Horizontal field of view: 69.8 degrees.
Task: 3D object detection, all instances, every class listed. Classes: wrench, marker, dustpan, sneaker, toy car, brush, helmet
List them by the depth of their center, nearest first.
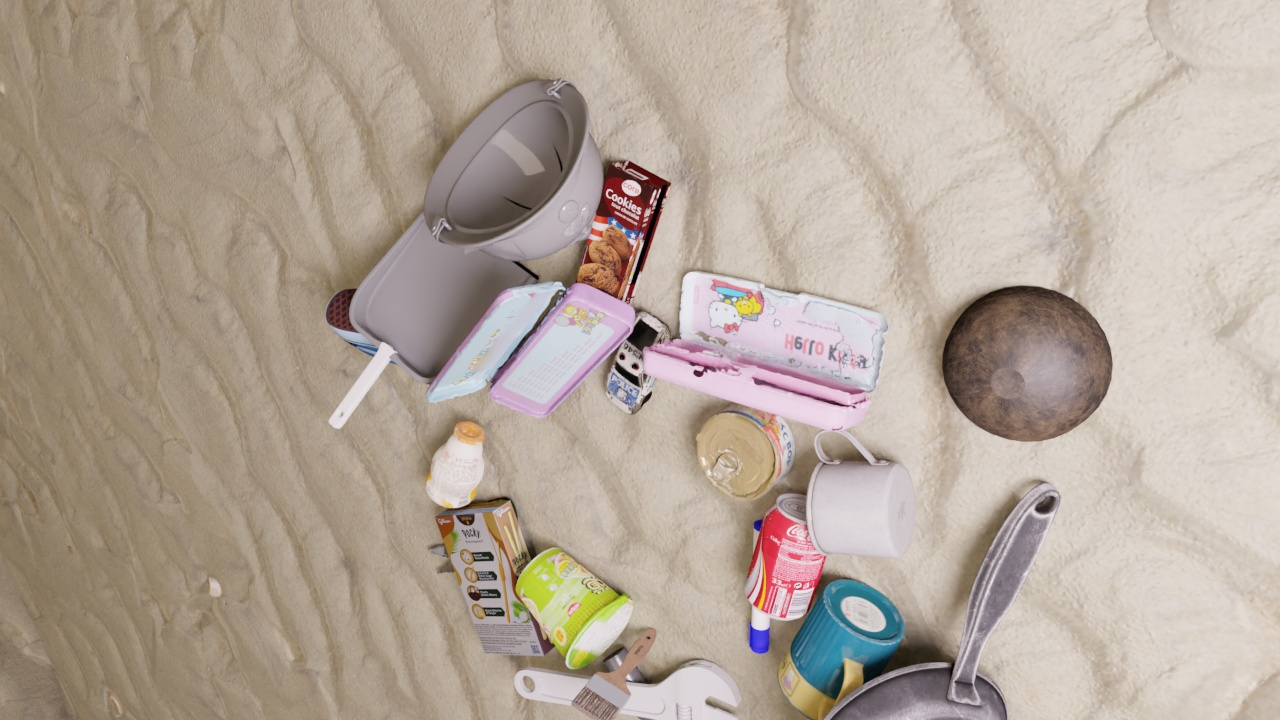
[{"bbox_3d":[-0.093,-0.153,0.854,0.183,0.117,0.271,-50,36,0],"label":"helmet"},{"bbox_3d":[-0.005,0.005,0.906,0.048,0.040,0.113,36,124,22],"label":"toy car"},{"bbox_3d":[0.119,0.224,0.908,0.020,0.020,0.142,11,112,32],"label":"marker"},{"bbox_3d":[-0.018,0.325,0.962,0.045,0.142,0.008,26,121,16],"label":"brush"},{"bbox_3d":[-0.248,-0.032,0.988,0.163,0.033,0.257,37,91,20],"label":"dustpan"},{"bbox_3d":[-0.022,0.365,1.021,0.274,0.018,0.087,1,98,24],"label":"wrench"},{"bbox_3d":[-0.239,-0.025,1.061,0.241,0.098,0.083,13,71,18],"label":"sneaker"}]

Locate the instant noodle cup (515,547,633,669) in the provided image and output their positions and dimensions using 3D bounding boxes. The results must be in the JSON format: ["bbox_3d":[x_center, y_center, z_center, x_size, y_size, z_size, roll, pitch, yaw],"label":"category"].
[{"bbox_3d":[-0.080,0.271,1.025,0.108,0.098,0.099,37,124,29],"label":"instant noodle cup"}]

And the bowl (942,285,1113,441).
[{"bbox_3d":[0.283,0.009,0.689,0.121,0.056,0.121,13,113,32],"label":"bowl"}]

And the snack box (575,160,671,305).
[{"bbox_3d":[-0.020,-0.114,0.880,0.051,0.031,0.141,33,122,23],"label":"snack box"}]

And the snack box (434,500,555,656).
[{"bbox_3d":[-0.173,0.264,1.106,0.101,0.031,0.186,-11,101,36],"label":"snack box"}]

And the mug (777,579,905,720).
[{"bbox_3d":[0.181,0.271,0.822,0.083,0.113,0.107,22,118,0],"label":"mug"}]

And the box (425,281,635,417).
[{"bbox_3d":[-0.114,-0.009,0.909,0.215,0.149,0.048,-43,49,46],"label":"box"}]

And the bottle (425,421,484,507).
[{"bbox_3d":[-0.215,0.122,1.083,0.063,0.063,0.109,37,124,20],"label":"bottle"}]

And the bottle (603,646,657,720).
[{"bbox_3d":[0.000,0.382,1.042,0.030,0.030,0.113,-37,83,38],"label":"bottle"}]

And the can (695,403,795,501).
[{"bbox_3d":[0.098,0.084,0.857,0.086,0.043,0.086,13,113,32],"label":"can"}]

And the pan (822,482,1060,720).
[{"bbox_3d":[0.261,0.262,0.759,0.187,0.055,0.357,16,111,-18],"label":"pan"}]

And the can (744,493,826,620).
[{"bbox_3d":[0.137,0.181,0.846,0.064,0.064,0.105,23,113,28],"label":"can"}]

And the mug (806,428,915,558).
[{"bbox_3d":[0.186,0.112,0.780,0.071,0.084,0.113,-2,100,34],"label":"mug"}]

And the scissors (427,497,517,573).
[{"bbox_3d":[-0.206,0.223,1.143,0.210,0.015,0.147,0,109,34],"label":"scissors"}]

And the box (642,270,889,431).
[{"bbox_3d":[0.106,-0.016,0.798,0.202,0.086,0.103,17,103,31],"label":"box"}]
